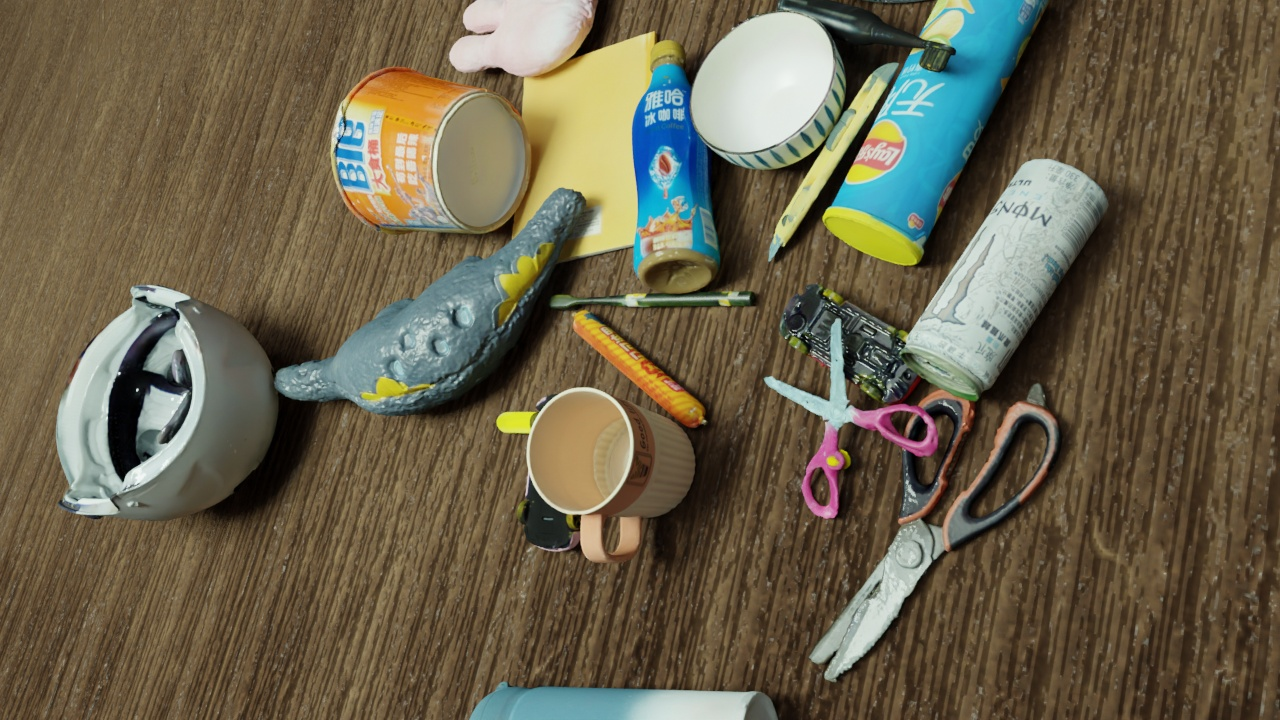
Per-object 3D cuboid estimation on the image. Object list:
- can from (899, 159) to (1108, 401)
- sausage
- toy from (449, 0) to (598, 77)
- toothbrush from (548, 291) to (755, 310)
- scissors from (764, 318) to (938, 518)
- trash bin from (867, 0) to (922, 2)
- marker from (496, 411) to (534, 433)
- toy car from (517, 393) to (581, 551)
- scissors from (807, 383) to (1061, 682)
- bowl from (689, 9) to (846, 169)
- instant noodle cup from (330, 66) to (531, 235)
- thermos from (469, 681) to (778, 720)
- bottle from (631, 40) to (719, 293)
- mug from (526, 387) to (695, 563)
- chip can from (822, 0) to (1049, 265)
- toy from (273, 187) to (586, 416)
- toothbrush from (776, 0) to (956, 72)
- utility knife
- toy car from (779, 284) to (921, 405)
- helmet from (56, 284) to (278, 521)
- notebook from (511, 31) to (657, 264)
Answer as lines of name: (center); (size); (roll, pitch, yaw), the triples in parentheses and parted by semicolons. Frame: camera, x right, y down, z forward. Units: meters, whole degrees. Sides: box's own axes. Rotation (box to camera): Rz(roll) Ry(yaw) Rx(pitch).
can: (0.223, -0.050, 0.565); (0.058, 0.058, 0.146); (32, 85, 35)
sausage: (-0.004, 0.004, 0.718); (0.165, 0.021, 0.021); (40, 96, 34)
toy: (-0.109, -0.322, 0.873); (0.160, 0.054, 0.121); (2, 67, 31)
toothbrush: (0.006, -0.047, 0.735); (0.186, 0.017, 0.012); (1, 72, 30)
scissors: (0.135, 0.039, 0.600); (0.136, 0.017, 0.133); (1, 92, 44)
trash bin: (0.192, -0.406, 0.639); (0.227, 0.226, 0.194); (3, 63, 32)
marker: (-0.063, 0.051, 0.744); (0.124, 0.015, 0.018); (-2, 79, 28)
toy car: (-0.061, 0.086, 0.714); (0.056, 0.037, 0.122); (-1, 77, 28)
scissors: (0.170, 0.102, 0.582); (0.207, 0.015, 0.193); (-21, 65, 24)
bowl: (0.102, -0.194, 0.693); (0.117, 0.066, 0.116); (-11, 69, 29)
instant noodle cup: (-0.176, -0.179, 0.808); (0.111, 0.151, 0.151); (14, 82, 32)
thermos: (-0.018, 0.255, 0.616); (0.221, 0.070, 0.070); (-11, 68, 29)
bottle: (0.024, -0.161, 0.727); (0.065, 0.065, 0.218); (-15, 63, 27)
mug: (-0.017, 0.084, 0.644); (0.082, 0.105, 0.114); (-7, 75, 26)
chip can: (0.203, -0.173, 0.620); (0.071, 0.071, 0.210); (27, 89, 35)
toy: (-0.188, -0.021, 0.799); (0.357, 0.091, 0.137); (-27, 52, 20)
toothbrush: (0.155, -0.236, 0.652); (0.027, 0.026, 0.212); (-60, 31, 17)
utility knife: (0.135, -0.141, 0.661); (0.031, 0.018, 0.163); (-98, 30, -60)
toy car: (0.144, -0.012, 0.625); (0.106, 0.031, 0.049); (35, 93, 30)
helmet: (-0.450, 0.051, 0.902); (0.259, 0.145, 0.228); (-4, 70, 40)
notebook: (-0.051, -0.185, 0.818); (0.146, 0.010, 0.206); (-9, 69, 29)
